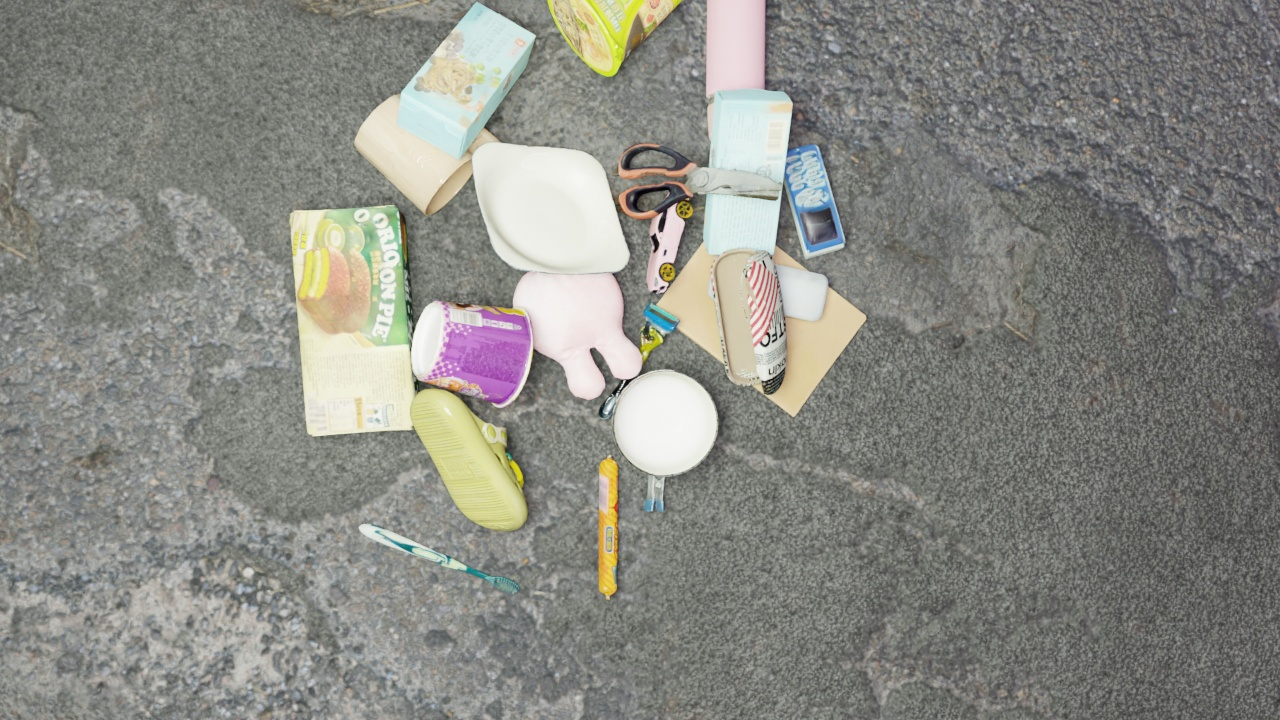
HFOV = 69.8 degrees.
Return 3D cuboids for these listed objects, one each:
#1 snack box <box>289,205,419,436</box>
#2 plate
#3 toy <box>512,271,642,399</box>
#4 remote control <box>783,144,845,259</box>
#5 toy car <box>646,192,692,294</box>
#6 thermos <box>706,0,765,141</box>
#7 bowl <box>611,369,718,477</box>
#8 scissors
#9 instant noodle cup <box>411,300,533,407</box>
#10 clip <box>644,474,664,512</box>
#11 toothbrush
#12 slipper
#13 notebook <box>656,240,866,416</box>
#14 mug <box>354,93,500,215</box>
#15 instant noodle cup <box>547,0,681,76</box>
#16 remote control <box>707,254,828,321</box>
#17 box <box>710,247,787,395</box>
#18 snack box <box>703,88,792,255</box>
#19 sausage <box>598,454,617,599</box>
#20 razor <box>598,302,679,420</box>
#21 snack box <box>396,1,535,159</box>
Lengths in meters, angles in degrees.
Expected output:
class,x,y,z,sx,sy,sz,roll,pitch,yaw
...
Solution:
class,x,y,z,sx,sy,sz,roll,pitch,yaw
snack box,-0.305,-0.042,0.989,0.114,0.063,0.240,-5,91,-6
plate,-0.101,-0.158,0.990,0.163,0.034,0.164,-2,66,-31
toy,-0.068,-0.038,1.015,0.121,0.054,0.159,-26,86,-5
remote control,0.196,-0.183,1.055,0.049,0.024,0.125,-16,91,-5
toy car,0.027,-0.135,1.024,0.037,0.056,0.122,14,90,-10
thermos,0.114,-0.338,1.028,0.087,0.067,0.198,-2,91,-35
bowl,0.023,0.068,1.022,0.116,0.066,0.116,0,91,-7
scissors,0.052,-0.176,0.970,0.186,0.015,0.208,-46,58,24
instant noodle cup,-0.180,-0.012,0.963,0.099,0.112,0.111,11,90,-31
clip,0.018,0.144,1.045,0.038,0.026,0.058,5,83,-17
toothbrush,-0.224,0.222,1.024,0.191,0.018,0.016,23,89,-6
slipper,-0.171,0.098,0.986,0.081,0.092,0.190,-50,124,-40
notebook,0.139,-0.054,1.060,0.207,0.008,0.147,37,87,-5
mug,-0.228,-0.234,0.991,0.103,0.084,0.124,42,63,-4
instant noodle cup,-0.018,-0.392,0.993,0.123,0.112,0.111,-42,95,-11
remote control,0.145,-0.083,1.045,0.136,0.020,0.056,11,91,-6
box,0.117,-0.044,1.014,0.076,0.087,0.163,-38,122,-45
snack box,0.113,-0.201,0.991,0.074,0.051,0.175,1,118,-5
sausage,-0.037,0.189,1.040,0.021,0.021,0.165,0,91,-6
razor,-0.006,0.006,1.040,0.043,0.022,0.142,31,91,21
snack box,-0.181,-0.296,0.964,0.074,0.052,0.174,28,57,-5
